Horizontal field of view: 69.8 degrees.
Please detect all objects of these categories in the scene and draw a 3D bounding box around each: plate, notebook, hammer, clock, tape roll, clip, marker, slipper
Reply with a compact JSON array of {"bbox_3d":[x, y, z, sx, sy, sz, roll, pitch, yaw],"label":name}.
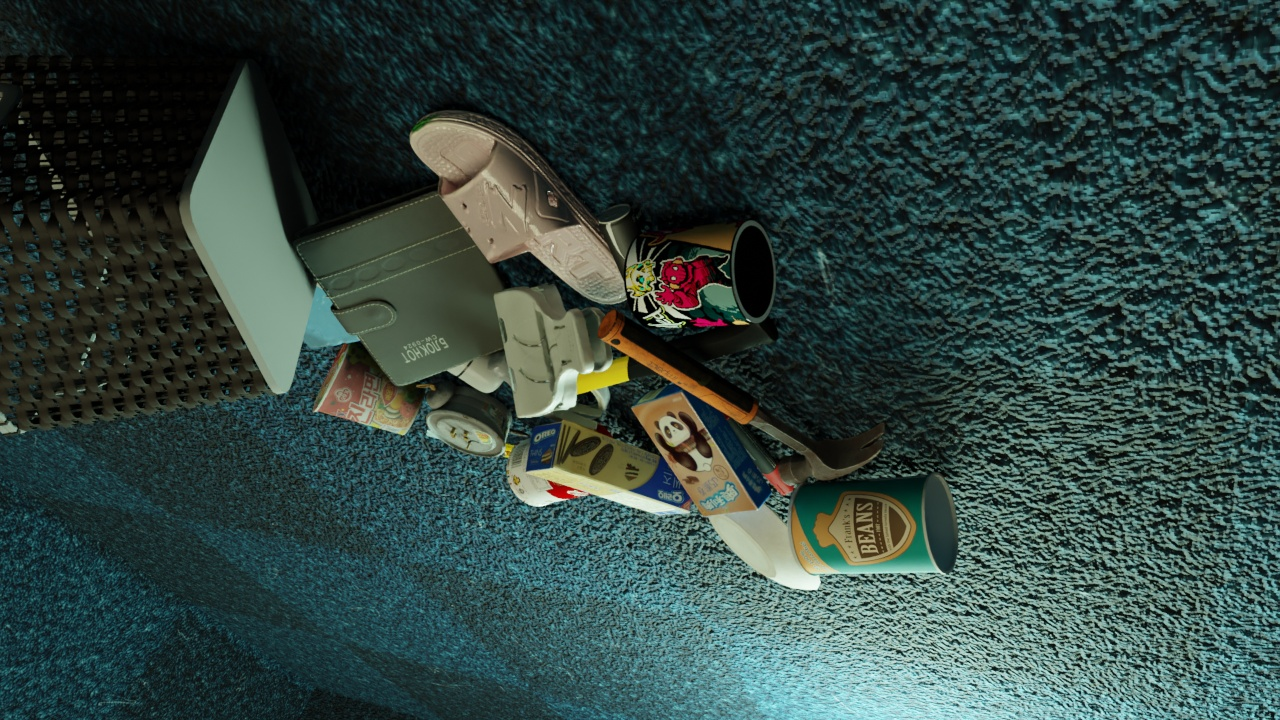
[{"bbox_3d":[0.127,0.203,1.061,0.189,0.027,0.189,42,161,17],"label":"plate"},{"bbox_3d":[-0.218,-0.068,0.901,0.169,0.029,0.209,-19,133,4],"label":"notebook"},{"bbox_3d":[-0.005,0.005,0.916,0.325,0.029,0.127,-16,131,38],"label":"hammer"},{"bbox_3d":[-0.219,0.070,1.132,0.104,0.056,0.148,-11,135,41],"label":"clock"},{"bbox_3d":[-0.080,0.033,1.030,0.094,0.018,0.094,16,146,11],"label":"tape roll"},{"bbox_3d":[0.095,0.035,0.866,0.314,0.034,0.138,31,145,-29],"label":"hammer"},{"bbox_3d":[-0.096,-0.009,0.859,0.152,0.099,0.126,-5,97,66],"label":"clip"},{"bbox_3d":[0.123,0.097,0.994,0.023,0.021,0.145,17,154,53],"label":"marker"},{"bbox_3d":[-0.099,-0.117,0.791,0.239,0.064,0.094,40,143,-26],"label":"slipper"}]

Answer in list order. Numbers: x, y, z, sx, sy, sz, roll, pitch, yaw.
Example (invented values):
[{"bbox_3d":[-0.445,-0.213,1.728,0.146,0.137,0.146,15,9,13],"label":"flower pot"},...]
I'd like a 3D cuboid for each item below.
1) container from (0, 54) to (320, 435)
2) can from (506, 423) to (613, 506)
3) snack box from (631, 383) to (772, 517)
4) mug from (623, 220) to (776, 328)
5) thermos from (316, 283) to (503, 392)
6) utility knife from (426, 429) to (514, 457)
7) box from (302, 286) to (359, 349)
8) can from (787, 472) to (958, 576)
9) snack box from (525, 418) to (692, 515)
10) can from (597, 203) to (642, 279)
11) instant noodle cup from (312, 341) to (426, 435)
[{"bbox_3d":[-0.442,-0.106,0.792,0.243,0.246,0.246,-4,138,0],"label":"container"},{"bbox_3d":[-0.094,0.125,1.106,0.086,0.086,0.117,41,142,-25],"label":"can"},{"bbox_3d":[0.064,0.093,0.966,0.087,0.034,0.151,-21,106,51],"label":"snack box"},{"bbox_3d":[0.059,-0.065,0.766,0.098,0.081,0.118,-1,167,33],"label":"mug"},{"bbox_3d":[-0.242,-0.041,0.993,0.224,0.052,0.052,35,145,-17],"label":"thermos"},{"bbox_3d":[-0.193,0.117,1.223,0.217,0.019,0.030,12,136,22],"label":"utility knife"},{"bbox_3d":[-0.385,-0.108,1.010,0.093,0.053,0.232,-11,137,17],"label":"box"},{"bbox_3d":[0.239,0.170,0.945,0.144,0.099,0.099,-10,134,35],"label":"can"},{"bbox_3d":[-0.029,0.124,1.041,0.206,0.057,0.056,24,155,-36],"label":"snack box"},{"bbox_3d":[-0.008,-0.092,0.787,0.032,0.031,0.080,-1,128,33],"label":"can"},{"bbox_3d":[-0.330,0.039,1.131,0.112,0.100,0.101,27,147,-19],"label":"instant noodle cup"}]
